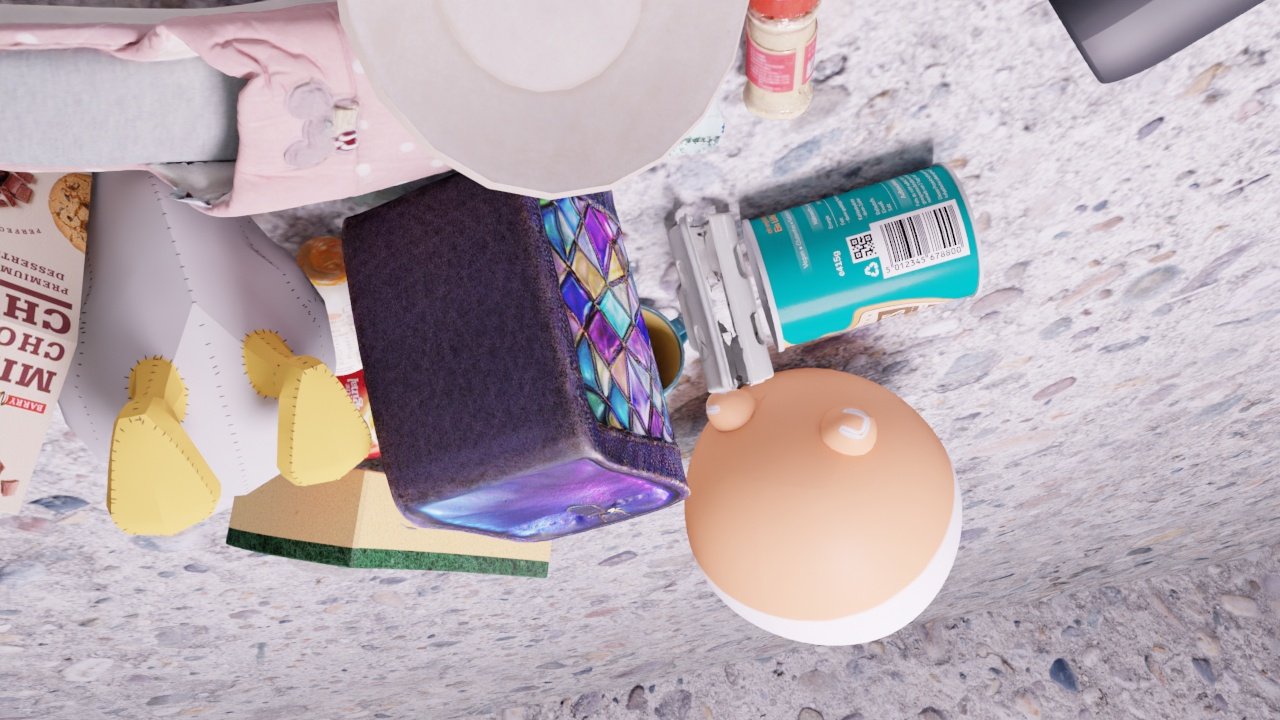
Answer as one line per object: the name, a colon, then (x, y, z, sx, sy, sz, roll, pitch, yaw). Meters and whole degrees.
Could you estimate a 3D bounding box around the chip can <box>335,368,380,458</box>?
chip can: (-0.213, 0.039, 0.725, 0.213, 0.087, 0.087, -5, 152, -17)

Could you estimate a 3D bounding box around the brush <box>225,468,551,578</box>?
brush: (-0.225, 0.148, 0.847, 0.195, 0.075, 0.250, -2, 166, 39)

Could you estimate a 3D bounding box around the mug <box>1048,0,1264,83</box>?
mug: (0.277, -0.207, 0.495, 0.095, 0.085, 0.121, -31, 177, 31)

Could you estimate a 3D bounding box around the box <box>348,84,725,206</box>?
box: (-0.064, -0.144, 0.499, 0.230, 0.035, 0.159, -14, 152, 1)

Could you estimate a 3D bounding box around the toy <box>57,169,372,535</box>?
toy: (-0.254, -0.005, 0.525, 0.140, 0.268, 0.247, -18, 118, -28)

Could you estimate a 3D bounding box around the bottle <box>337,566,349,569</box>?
bottle: (-0.266, 0.208, 1.062, 0.161, 0.046, 0.072, 0, 150, -24)

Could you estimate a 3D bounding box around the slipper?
slipper: (-0.172, -0.111, 0.413, 0.274, 0.054, 0.114, -7, 153, -18)

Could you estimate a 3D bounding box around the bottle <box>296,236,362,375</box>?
bottle: (-0.205, -0.037, 0.609, 0.063, 0.063, 0.109, -4, 151, -17)

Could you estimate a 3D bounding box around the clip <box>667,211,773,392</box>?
clip: (0.062, -0.041, 0.672, 0.082, 0.125, 0.147, -12, 177, 11)

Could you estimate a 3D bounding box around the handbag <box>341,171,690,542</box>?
handbag: (-0.059, -0.001, 0.554, 0.126, 0.204, 0.222, -18, 167, 16)

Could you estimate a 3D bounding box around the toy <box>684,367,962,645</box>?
toy: (0.170, 0.127, 0.887, 0.263, 0.265, 0.281, 8, 145, 32)

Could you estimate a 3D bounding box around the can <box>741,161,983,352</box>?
can: (0.156, -0.073, 0.659, 0.144, 0.099, 0.099, -16, 153, 5)

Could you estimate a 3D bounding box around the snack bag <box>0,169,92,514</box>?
snack bag: (-0.315, -0.037, 0.406, 0.070, 0.206, 0.094, -26, 150, 23)

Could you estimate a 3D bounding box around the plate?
plate: (-0.037, -0.166, 0.389, 0.188, 0.027, 0.189, -11, 114, -27)

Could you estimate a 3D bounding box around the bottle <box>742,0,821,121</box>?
bottle: (0.075, -0.177, 0.492, 0.044, 0.044, 0.109, -13, 154, 0)

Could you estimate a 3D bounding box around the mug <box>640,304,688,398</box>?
mug: (-0.005, 0.005, 0.771, 0.112, 0.084, 0.104, -33, 168, -25)
